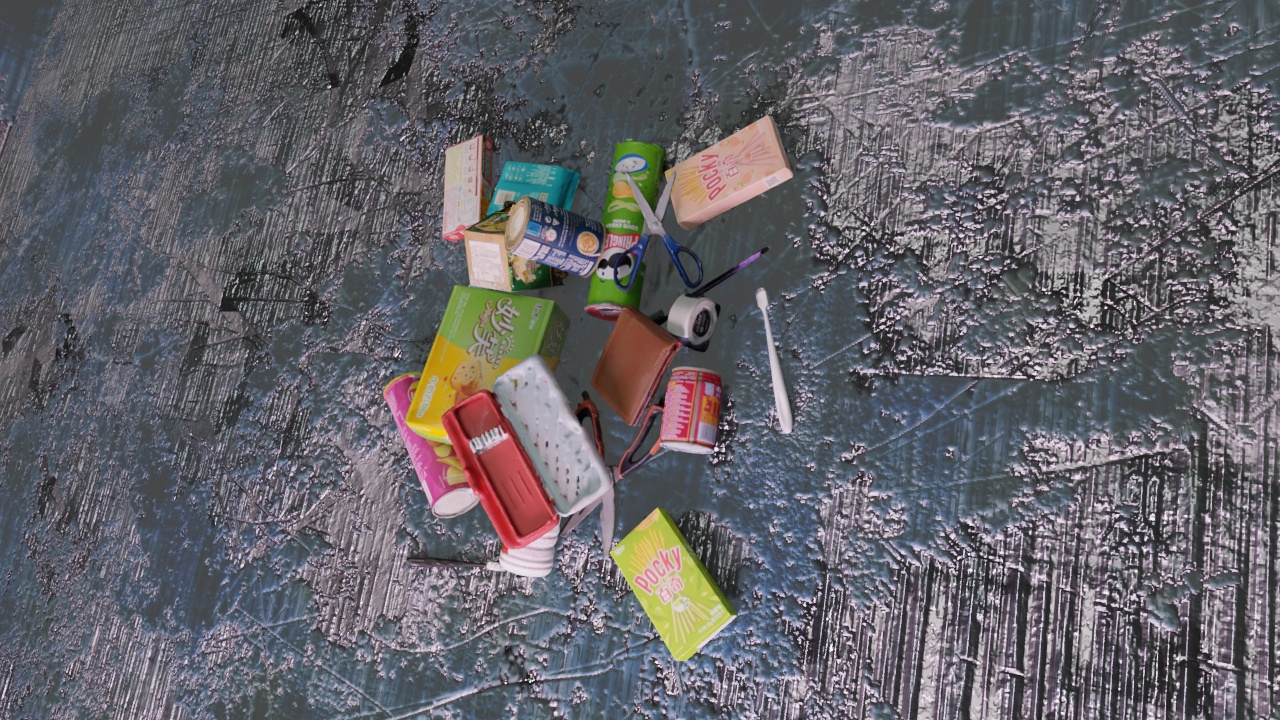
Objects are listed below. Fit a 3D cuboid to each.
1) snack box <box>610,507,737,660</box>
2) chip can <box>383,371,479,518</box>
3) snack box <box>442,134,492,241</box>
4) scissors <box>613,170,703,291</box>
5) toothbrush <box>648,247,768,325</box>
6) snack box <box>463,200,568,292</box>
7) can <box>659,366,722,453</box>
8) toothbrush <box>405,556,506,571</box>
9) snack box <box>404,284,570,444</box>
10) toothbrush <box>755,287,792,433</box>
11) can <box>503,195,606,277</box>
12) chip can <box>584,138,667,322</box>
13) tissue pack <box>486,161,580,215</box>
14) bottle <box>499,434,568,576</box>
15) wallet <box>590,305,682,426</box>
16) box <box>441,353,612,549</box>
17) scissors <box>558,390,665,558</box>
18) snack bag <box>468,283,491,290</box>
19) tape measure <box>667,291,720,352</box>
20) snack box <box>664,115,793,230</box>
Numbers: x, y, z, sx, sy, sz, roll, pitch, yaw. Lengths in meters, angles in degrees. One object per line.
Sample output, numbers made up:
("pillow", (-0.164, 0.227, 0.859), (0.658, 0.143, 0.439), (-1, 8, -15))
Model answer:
("snack box", (0.035, 0.257, 1.062), (0.086, 0.026, 0.156), (-44, 57, 12))
("chip can", (-0.293, 0.116, 1.287), (0.071, 0.071, 0.210), (-41, 59, 15))
("snack box", (-0.267, -0.266, 1.416), (0.077, 0.027, 0.155), (-12, 69, 29))
("scissors", (0.020, -0.155, 1.156), (0.174, 0.012, 0.162), (42, 81, -3))
("toothbrush", (0.080, -0.091, 1.151), (0.189, 0.014, 0.016), (-33, 57, 19))
("snack box", (-0.175, -0.148, 1.245), (0.118, 0.105, 0.118), (11, 114, 35))
("can", (0.061, 0.059, 1.083), (0.067, 0.066, 0.093), (0, 76, 32))
("toothbrush", (-0.255, 0.276, 1.246), (0.181, 0.018, 0.015), (-5, 75, 32))
("snack box", (-0.202, 0.013, 1.225), (0.158, 0.070, 0.209), (10, 72, 20))
("toothbrush", (0.158, -0.001, 1.075), (0.016, 0.016, 0.180), (-19, 68, 29))
("can", (-0.110, -0.157, 1.163), (0.076, 0.111, 0.075), (-38, 44, 48))
("chip can", (-0.018, -0.170, 1.202), (0.072, 0.072, 0.235), (2, 76, 33))
("tissue pack", (-0.151, -0.234, 1.319), (0.134, 0.050, 0.093), (13, 82, 34))
("bottle", (-0.125, 0.167, 1.150), (0.068, 0.068, 0.197), (13, 90, 34))
("wallet", (-0.007, 0.007, 1.127), (0.101, 0.032, 0.125), (43, 115, 43))
("box", (-0.139, 0.109, 1.112), (0.158, 0.039, 0.201), (-32, 69, 1))
("scissors", (-0.036, 0.132, 1.154), (0.189, 0.015, 0.225), (-22, 65, 25))
("snack bag", (-0.237, -0.103, 1.346), (0.048, 0.026, 0.104), (28, 90, 29))
("tape measure", (0.064, -0.049, 1.116), (0.034, 0.066, 0.065), (16, 84, 36))
("snack box", (0.110, -0.238, 1.170), (0.158, 0.026, 0.084), (-24, 64, 24))
